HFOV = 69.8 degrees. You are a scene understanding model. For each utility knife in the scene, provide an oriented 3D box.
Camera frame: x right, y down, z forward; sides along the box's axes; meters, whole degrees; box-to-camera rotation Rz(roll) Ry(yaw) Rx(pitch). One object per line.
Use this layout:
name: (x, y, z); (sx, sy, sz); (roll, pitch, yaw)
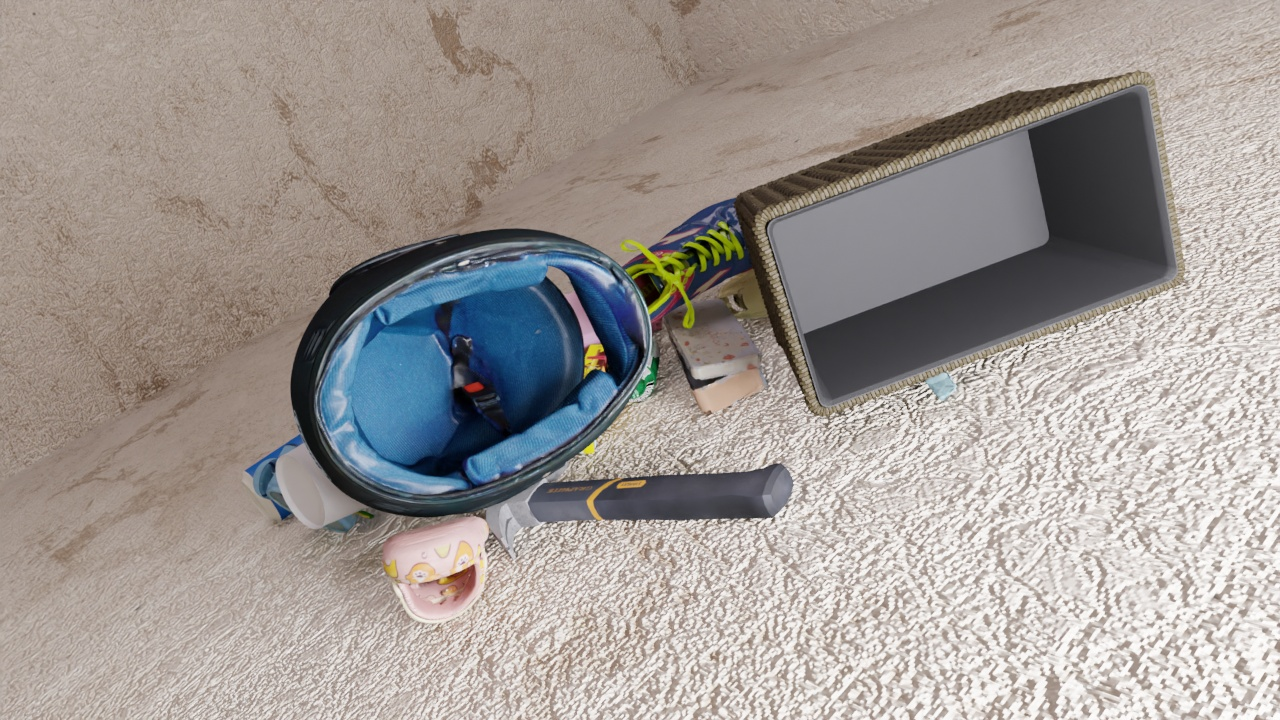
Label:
utility knife: (0.244, -0.010, 0.818); (0.029, 0.020, 0.213); (-23, 19, 10)

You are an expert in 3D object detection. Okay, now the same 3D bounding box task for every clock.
clock: (-0.373, 0.147, 1.047); (0.162, 0.118, 0.060); (-10, 48, 48)

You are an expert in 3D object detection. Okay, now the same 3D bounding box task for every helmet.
helmet: (-0.156, 0.003, 0.848); (0.316, 0.249, 0.236); (-27, 7, -6)

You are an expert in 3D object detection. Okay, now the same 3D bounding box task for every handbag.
handbag: (0.187, -0.137, 1.112); (0.191, 0.088, 0.232); (-18, 21, 29)

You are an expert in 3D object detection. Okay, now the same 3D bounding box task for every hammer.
hammer: (-0.010, 0.116, 0.799); (0.313, 0.035, 0.139); (-10, 27, 38)

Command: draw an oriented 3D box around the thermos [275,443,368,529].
thermos: (-0.267, 0.091, 0.981); (0.132, 0.131, 0.221); (-6, 16, 43)

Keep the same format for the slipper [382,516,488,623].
slipper: (-0.165, 0.177, 0.769); (0.093, 0.081, 0.197); (-13, -7, -14)

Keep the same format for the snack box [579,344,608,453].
snack box: (-0.053, 0.038, 0.997); (0.026, 0.061, 0.148); (0, 25, 7)

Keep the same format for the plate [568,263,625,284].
plate: (-0.018, -0.120, 1.196); (0.157, 0.014, 0.157); (-17, 5, 2)

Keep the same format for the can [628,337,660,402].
can: (-0.006, 0.006, 1.036); (0.053, 0.053, 0.101); (-21, 21, 14)

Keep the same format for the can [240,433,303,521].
can: (-0.437, 0.139, 1.196); (0.145, 0.079, 0.079); (-38, 23, -30)

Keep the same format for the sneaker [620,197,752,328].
sneaker: (0.059, -0.104, 0.997); (0.242, 0.116, 0.091); (-32, -9, 11)

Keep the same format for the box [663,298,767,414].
box: (0.077, -0.011, 0.991); (0.081, 0.063, 0.216); (-22, 21, 1)

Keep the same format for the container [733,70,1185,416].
container: (0.249, -0.113, 0.804); (0.321, 0.176, 0.205); (-20, 18, 0)

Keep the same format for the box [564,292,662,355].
box: (-0.091, -0.036, 1.080); (0.232, 0.037, 0.098); (-21, 48, -30)
